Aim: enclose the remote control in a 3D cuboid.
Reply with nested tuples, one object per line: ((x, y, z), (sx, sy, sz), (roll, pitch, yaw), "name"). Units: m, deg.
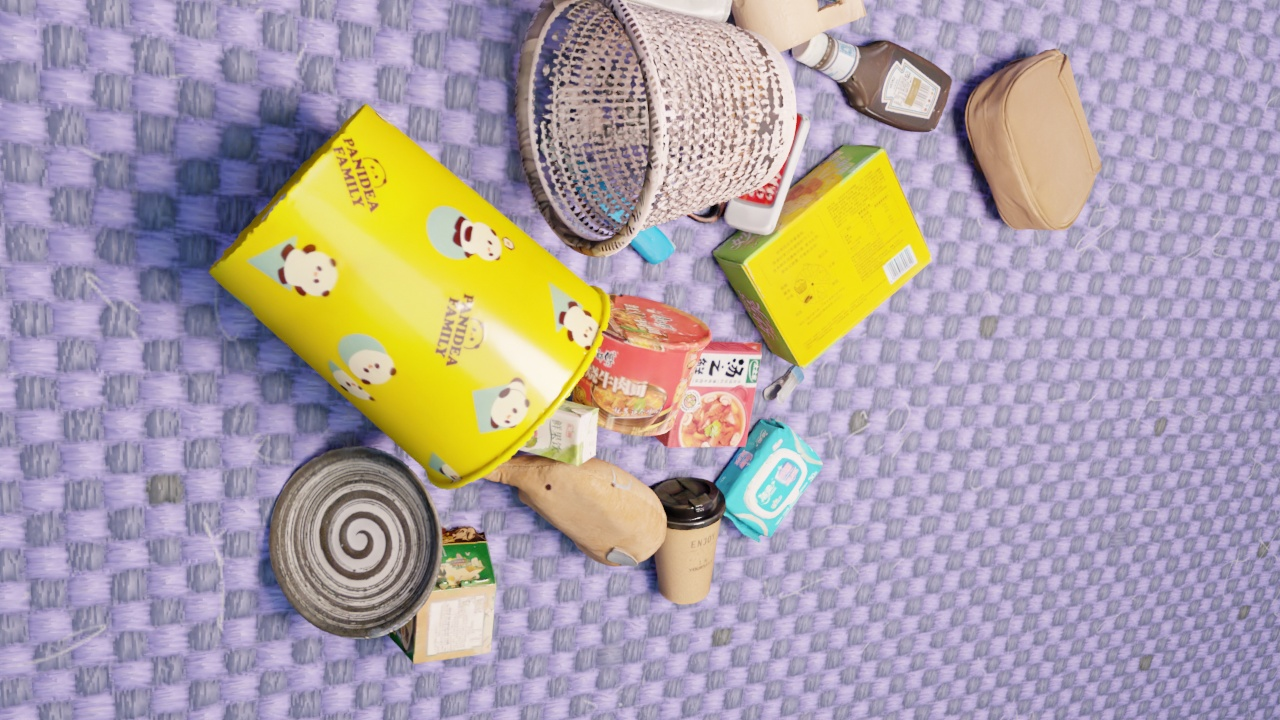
((0.132, -0.199, 0.962), (0.136, 0.056, 0.020), (-70, 159, -5), "remote control")

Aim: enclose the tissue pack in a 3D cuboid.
((0.148, 0.143, 1.089), (0.093, 0.050, 0.133), (37, 88, -31), "tissue pack")

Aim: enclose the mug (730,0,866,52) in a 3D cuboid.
((0.145, -0.366, 0.894), (0.125, 0.084, 0.103), (-12, 117, 26), "mug")

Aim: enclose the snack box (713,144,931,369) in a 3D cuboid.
((0.206, -0.117, 1.024), (0.210, 0.070, 0.158), (-39, 118, -9), "snack box")

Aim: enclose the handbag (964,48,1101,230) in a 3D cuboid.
((0.465, -0.259, 1.093), (0.147, 0.100, 0.204), (-43, 119, -17), "handbag")

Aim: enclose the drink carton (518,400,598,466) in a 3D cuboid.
((-0.102, 0.062, 0.906), (0.045, 0.123, 0.053), (-25, 123, -61), "drink carton")

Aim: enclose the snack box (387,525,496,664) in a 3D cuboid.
((-0.199, 0.242, 0.922), (0.118, 0.105, 0.117), (0, 106, -25), "snack box")

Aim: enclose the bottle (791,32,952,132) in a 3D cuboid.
((0.252, -0.311, 1.002), (0.194, 0.044, 0.080), (14, 99, -28), "bottle")

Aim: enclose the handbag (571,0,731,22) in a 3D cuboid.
((-0.010, -0.390, 0.825), (0.196, 0.098, 0.145), (4, 97, -26), "handbag")

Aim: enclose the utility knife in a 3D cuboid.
((-0.034, -0.161, 0.925), (0.187, 0.018, 0.034), (40, 75, -29), "utility knife")

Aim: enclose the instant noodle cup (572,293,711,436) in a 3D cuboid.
((-0.006, 0.005, 0.932), (0.137, 0.138, 0.109), (3, 113, -26), "instant noodle cup")

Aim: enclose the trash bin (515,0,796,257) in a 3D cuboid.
((0.023, -0.218, 0.823), (0.191, 0.228, 0.228), (-14, 111, -33), "trash bin")

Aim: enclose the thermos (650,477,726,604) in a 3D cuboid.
((0.050, 0.203, 1.043), (0.093, 0.093, 0.143), (-13, 118, -22), "thermos")

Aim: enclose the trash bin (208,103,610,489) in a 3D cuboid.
((-0.193, -0.058, 0.773), (0.255, 0.230, 0.229), (44, 85, -24), "trash bin")

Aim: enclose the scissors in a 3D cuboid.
((0.027, -0.224, 0.938), (0.226, 0.015, 0.189), (-18, 113, -19), "scissors")

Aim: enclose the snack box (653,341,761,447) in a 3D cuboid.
((0.085, 0.038, 1.029), (0.127, 0.044, 0.113), (1, 105, -26), "snack box")

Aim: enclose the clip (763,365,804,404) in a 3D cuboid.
((0.172, 0.029, 1.086), (0.056, 0.026, 0.024), (-43, 122, -22), "clip")

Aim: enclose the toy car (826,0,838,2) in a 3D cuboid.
((0.191, -0.394, 0.951), (0.090, 0.034, 0.043), (3, 107, -25), "toy car")

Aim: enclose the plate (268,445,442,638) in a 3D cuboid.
((-0.265, 0.171, 0.864), (0.179, 0.024, 0.179), (-1, 86, 13), "plate")

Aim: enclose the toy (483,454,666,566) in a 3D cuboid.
((-0.070, 0.138, 0.941), (0.226, 0.144, 0.082), (40, 43, -30), "toy")
